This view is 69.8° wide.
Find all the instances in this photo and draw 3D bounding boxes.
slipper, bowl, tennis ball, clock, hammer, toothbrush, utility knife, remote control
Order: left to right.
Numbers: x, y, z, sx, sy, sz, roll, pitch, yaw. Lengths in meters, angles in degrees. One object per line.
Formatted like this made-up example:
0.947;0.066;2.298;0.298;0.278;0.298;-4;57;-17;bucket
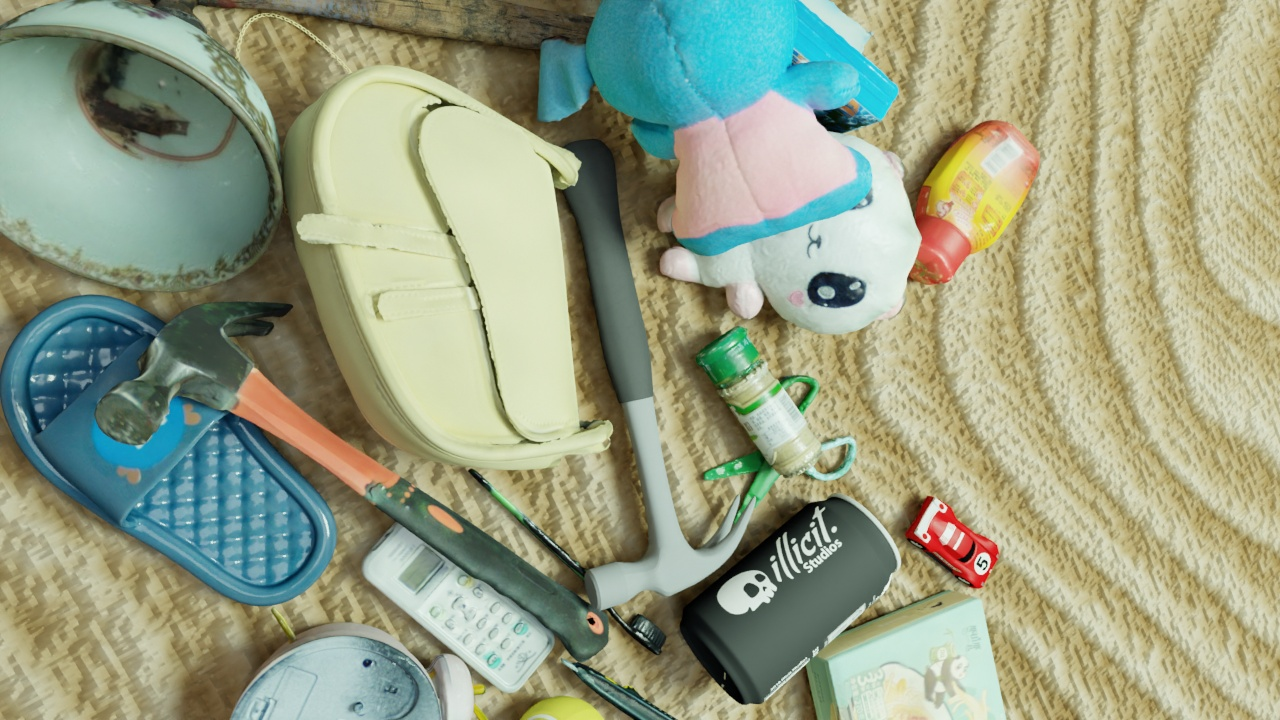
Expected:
-0.267;-0.125;0.490;0.159;0.160;0.093;14;44;-19;bowl
-0.265;0.059;0.519;0.103;0.059;0.214;-44;104;-13;slipper
-0.164;0.220;0.550;0.158;0.059;0.116;25;85;-17;clock
-0.139;0.087;0.549;0.033;0.132;0.333;-37;115;23;hammer
-0.129;-0.229;0.583;0.329;0.033;0.120;2;81;-22;hammer
-0.116;0.156;0.590;0.133;0.022;0.050;45;76;-14;remote control
-0.051;0.250;0.589;0.065;0.065;0.065;0;89;-20;tennis ball
-0.047;0.135;0.620;0.188;0.014;0.017;47;62;-13;toothbrush
-0.004;0.004;0.623;0.124;0.030;0.311;-12;90;-21;hammer
0.011;0.247;0.631;0.174;0.029;0.020;37;73;-16;utility knife

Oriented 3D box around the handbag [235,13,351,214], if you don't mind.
-0.192;-0.131;0.567;0.084;0.027;0.178;-28;94;-19;handbag

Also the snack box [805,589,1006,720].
0.209;0.289;0.693;0.141;0.044;0.193;-14;93;-21;snack box

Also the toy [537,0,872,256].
0.038;-0.153;0.550;0.191;0.224;0.098;63;27;-21;toy

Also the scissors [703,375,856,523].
0.108;0.076;0.677;0.112;0.012;0.130;35;79;-13;scissors

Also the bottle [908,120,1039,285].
0.250;-0.119;0.710;0.071;0.048;0.134;41;77;-14;bottle

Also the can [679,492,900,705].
0.104;0.164;0.637;0.145;0.080;0.080;-36;101;-17;can

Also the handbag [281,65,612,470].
-0.105;-0.047;0.533;0.190;0.089;0.232;-5;86;-31;handbag

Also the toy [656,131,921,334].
0.101;-0.088;0.639;0.179;0.101;0.139;-1;103;-1;toy

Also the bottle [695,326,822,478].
0.085;0.030;0.646;0.042;0.043;0.110;-36;93;-17;bottle

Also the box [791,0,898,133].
0.072;-0.266;0.620;0.243;0.114;0.113;34;83;-16;box

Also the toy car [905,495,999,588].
0.246;0.143;0.718;0.089;0.025;0.038;37;78;-16;toy car
